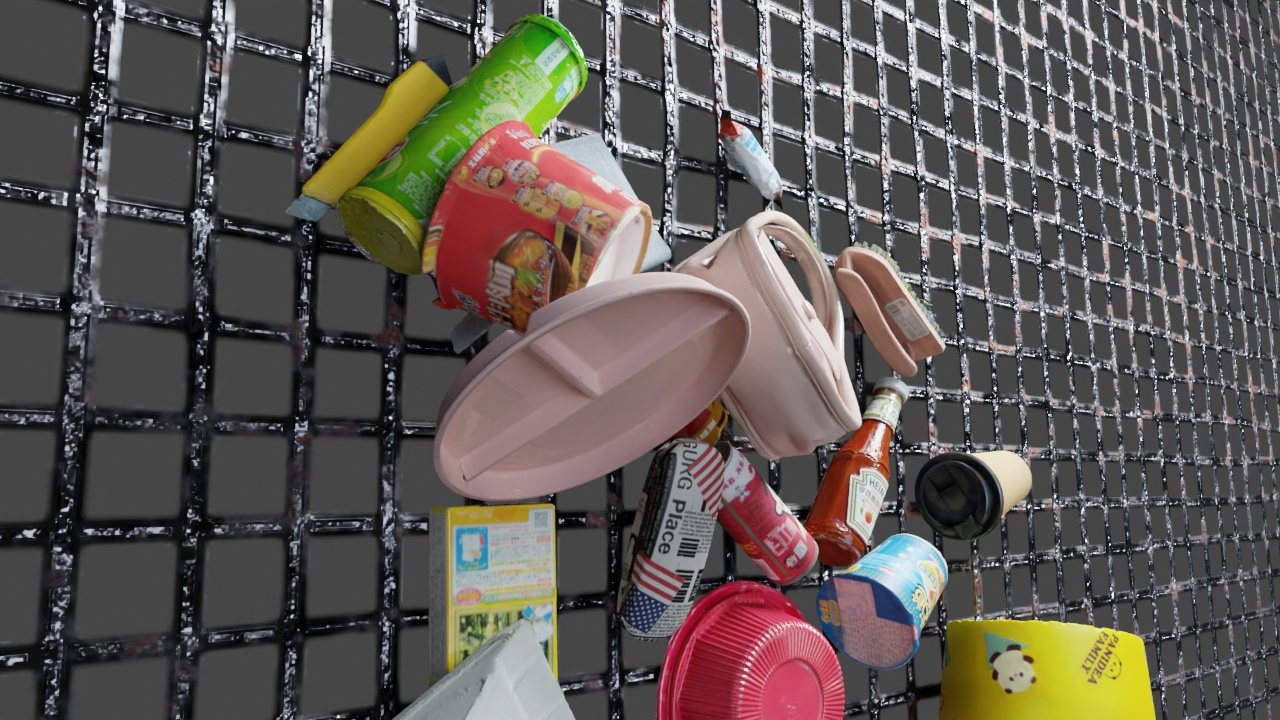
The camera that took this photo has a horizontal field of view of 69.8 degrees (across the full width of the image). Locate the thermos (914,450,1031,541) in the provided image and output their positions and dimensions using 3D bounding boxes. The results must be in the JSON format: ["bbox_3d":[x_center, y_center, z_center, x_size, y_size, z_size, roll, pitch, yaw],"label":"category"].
[{"bbox_3d":[0.359,0.137,0.976,0.143,0.093,0.093,-5,86,-46],"label":"thermos"}]

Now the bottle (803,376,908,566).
[{"bbox_3d":[0.214,0.100,0.881,0.060,0.060,0.205,47,54,-23],"label":"bottle"}]

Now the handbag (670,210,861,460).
[{"bbox_3d":[0.128,-0.045,0.810,0.193,0.094,0.233,58,32,-15],"label":"handbag"}]

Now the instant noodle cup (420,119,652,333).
[{"bbox_3d":[-0.062,-0.078,0.617,0.108,0.138,0.137,27,60,11],"label":"instant noodle cup"}]

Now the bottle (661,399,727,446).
[{"bbox_3d":[-0.004,0.004,0.724,0.175,0.058,0.057,46,58,-24],"label":"bottle"}]

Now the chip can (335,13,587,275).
[{"bbox_3d":[-0.118,-0.159,0.650,0.072,0.073,0.220,47,58,-23],"label":"chip can"}]

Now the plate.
[{"bbox_3d":[-0.032,0.020,0.616,0.229,0.230,0.028,-5,53,-39],"label":"plate"}]

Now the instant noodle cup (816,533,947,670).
[{"bbox_3d":[0.236,0.219,0.865,0.109,0.099,0.099,-26,100,-46],"label":"instant noodle cup"}]

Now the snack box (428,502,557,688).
[{"bbox_3d":[-0.102,0.170,0.640,0.086,0.034,0.140,3,80,-38],"label":"snack box"}]

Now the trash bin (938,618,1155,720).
[{"bbox_3d":[0.389,0.392,0.881,0.229,0.230,0.254,23,65,-34],"label":"trash bin"}]

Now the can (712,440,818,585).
[{"bbox_3d":[0.095,0.131,0.786,0.133,0.053,0.053,49,57,-22],"label":"can"}]

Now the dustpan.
[{"bbox_3d":[-0.144,0.334,0.576,0.223,0.143,0.257,69,27,-16],"label":"dustpan"}]

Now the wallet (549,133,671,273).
[{"bbox_3d":[-0.029,-0.120,0.720,0.121,0.019,0.097,60,34,-3],"label":"wallet"}]

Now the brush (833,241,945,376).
[{"bbox_3d":[0.244,-0.054,0.925,0.145,0.063,0.072,51,46,-20],"label":"brush"}]

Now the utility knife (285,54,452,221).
[{"bbox_3d":[-0.184,-0.154,0.633,0.033,0.015,0.171,43,61,-19],"label":"utility knife"}]

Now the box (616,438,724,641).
[{"bbox_3d":[0.022,0.140,0.722,0.068,0.051,0.164,15,92,-18],"label":"box"}]

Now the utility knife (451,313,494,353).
[{"bbox_3d":[-0.072,-0.075,0.711,0.029,0.013,0.217,54,56,-16],"label":"utility knife"}]

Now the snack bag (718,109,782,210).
[{"bbox_3d":[0.103,-0.186,0.850,0.026,0.048,0.104,-37,109,7],"label":"snack bag"}]

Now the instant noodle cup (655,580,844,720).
[{"bbox_3d":[0.105,0.284,0.765,0.193,0.066,0.193,5,81,-37],"label":"instant noodle cup"}]
